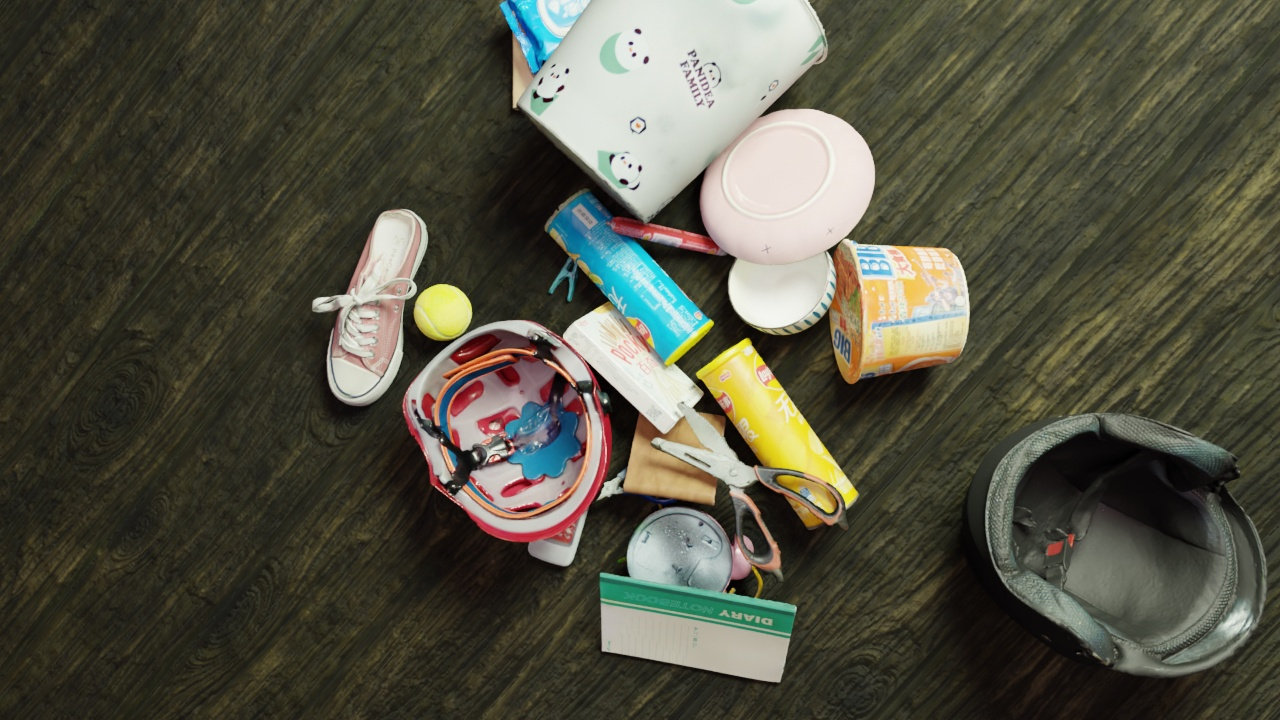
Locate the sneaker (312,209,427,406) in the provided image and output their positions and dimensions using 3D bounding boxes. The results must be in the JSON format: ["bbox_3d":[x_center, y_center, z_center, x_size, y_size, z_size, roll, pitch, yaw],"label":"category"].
[{"bbox_3d":[-0.314,-0.063,1.063,0.118,0.088,0.241,19,92,7],"label":"sneaker"}]

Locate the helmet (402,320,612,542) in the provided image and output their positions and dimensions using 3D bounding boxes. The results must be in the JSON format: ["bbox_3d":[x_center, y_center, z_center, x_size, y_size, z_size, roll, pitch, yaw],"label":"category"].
[{"bbox_3d":[-0.122,0.080,1.005,0.207,0.144,0.240,-33,76,9],"label":"helmet"}]

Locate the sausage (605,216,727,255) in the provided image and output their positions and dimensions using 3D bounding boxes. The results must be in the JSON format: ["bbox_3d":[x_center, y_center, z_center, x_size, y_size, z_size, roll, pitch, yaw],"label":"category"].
[{"bbox_3d":[0.034,-0.138,1.023,0.155,0.020,0.020,10,92,-21],"label":"sausage"}]

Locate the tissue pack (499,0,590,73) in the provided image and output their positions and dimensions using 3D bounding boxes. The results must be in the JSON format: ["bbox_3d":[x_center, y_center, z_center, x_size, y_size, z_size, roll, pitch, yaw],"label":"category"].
[{"bbox_3d":[-0.069,-0.390,1.030,0.157,0.052,0.095,-26,85,-10],"label":"tissue pack"}]

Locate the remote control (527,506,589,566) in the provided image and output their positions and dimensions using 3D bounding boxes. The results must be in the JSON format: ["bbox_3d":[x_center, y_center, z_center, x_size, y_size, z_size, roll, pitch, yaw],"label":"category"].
[{"bbox_3d":[-0.089,0.170,1.070,0.056,0.020,0.136,18,92,6],"label":"remote control"}]

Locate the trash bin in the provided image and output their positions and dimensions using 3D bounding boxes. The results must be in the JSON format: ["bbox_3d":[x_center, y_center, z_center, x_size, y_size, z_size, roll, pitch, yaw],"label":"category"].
[{"bbox_3d":[0.022,-0.295,0.945,0.229,0.229,0.252,43,95,5],"label":"trash bin"}]

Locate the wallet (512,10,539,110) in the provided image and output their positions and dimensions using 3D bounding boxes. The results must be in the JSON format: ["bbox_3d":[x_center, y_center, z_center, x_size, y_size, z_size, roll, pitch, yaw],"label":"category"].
[{"bbox_3d":[-0.106,-0.350,1.066,0.087,0.024,0.115,-1,88,4],"label":"wallet"}]

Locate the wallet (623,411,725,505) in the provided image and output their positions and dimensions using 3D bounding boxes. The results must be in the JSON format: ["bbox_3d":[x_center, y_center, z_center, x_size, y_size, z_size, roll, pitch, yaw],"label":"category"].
[{"bbox_3d":[0.040,0.103,1.025,0.101,0.020,0.115,7,56,6],"label":"wallet"}]

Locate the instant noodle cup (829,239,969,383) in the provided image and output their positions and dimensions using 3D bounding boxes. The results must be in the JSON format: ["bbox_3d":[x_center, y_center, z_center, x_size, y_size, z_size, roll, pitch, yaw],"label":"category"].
[{"bbox_3d":[0.269,-0.054,0.963,0.111,0.151,0.151,-4,90,-1],"label":"instant noodle cup"}]

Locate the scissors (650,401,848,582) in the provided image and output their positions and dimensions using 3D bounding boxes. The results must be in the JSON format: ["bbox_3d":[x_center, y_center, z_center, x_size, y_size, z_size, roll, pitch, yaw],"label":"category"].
[{"bbox_3d":[0.116,0.136,0.970,0.189,0.015,0.224,-11,93,7],"label":"scissors"}]

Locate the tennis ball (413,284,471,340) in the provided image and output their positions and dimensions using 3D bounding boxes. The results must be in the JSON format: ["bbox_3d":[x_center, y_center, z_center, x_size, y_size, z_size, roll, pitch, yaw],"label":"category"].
[{"bbox_3d":[-0.229,-0.055,1.063,0.065,0.065,0.065,0,90,7],"label":"tennis ball"}]

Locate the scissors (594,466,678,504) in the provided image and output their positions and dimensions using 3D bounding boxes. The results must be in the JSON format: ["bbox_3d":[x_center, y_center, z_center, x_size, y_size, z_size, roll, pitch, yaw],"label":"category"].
[{"bbox_3d":[-0.021,0.147,1.031,0.144,0.012,0.169,32,67,31],"label":"scissors"}]

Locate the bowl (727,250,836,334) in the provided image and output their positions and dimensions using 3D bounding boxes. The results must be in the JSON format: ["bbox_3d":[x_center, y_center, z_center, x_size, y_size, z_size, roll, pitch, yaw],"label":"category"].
[{"bbox_3d":[0.161,-0.080,1.002,0.117,0.066,0.116,-10,70,28],"label":"bowl"}]

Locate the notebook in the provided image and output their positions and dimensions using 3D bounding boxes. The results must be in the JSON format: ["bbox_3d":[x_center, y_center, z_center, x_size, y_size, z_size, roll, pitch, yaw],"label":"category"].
[{"bbox_3d":[0.058,0.295,1.009,0.209,0.012,0.151,8,133,8],"label":"notebook"}]

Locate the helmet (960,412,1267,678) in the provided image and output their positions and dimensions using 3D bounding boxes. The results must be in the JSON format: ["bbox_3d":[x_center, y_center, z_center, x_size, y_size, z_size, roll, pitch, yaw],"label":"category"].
[{"bbox_3d":[0.449,0.175,0.897,0.274,0.230,0.233,35,88,-2],"label":"helmet"}]

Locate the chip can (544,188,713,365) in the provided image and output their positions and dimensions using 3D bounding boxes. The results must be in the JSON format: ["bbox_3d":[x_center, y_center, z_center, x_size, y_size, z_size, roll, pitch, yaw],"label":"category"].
[{"bbox_3d":[-0.013,-0.094,1.032,0.071,0.071,0.210,-43,85,6],"label":"chip can"}]

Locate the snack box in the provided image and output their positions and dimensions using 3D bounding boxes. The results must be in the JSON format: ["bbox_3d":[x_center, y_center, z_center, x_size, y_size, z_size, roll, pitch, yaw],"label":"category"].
[{"bbox_3d":[-0.006,0.006,1.025,0.157,0.084,0.027,44,123,5],"label":"snack box"}]

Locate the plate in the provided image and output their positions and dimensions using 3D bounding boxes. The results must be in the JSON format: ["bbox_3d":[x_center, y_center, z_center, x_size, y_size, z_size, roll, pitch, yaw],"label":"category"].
[{"bbox_3d":[0.151,-0.195,0.984,0.193,0.039,0.192,-9,64,19],"label":"plate"}]

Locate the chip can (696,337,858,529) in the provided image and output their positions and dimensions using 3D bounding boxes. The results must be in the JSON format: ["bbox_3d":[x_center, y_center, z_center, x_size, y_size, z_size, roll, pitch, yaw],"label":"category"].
[{"bbox_3d":[0.150,0.080,1.013,0.072,0.072,0.213,-35,87,6],"label":"chip can"}]

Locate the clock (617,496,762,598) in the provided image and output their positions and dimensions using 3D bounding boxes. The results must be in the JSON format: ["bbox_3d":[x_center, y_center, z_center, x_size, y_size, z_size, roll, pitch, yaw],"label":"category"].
[{"bbox_3d":[0.062,0.230,1.032,0.158,0.059,0.117,31,93,8],"label":"clock"}]

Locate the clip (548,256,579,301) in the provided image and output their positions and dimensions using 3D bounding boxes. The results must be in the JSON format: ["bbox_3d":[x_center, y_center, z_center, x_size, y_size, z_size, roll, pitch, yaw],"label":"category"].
[{"bbox_3d":[-0.084,-0.098,1.070,0.037,0.013,0.055,25,95,6],"label":"clip"}]
